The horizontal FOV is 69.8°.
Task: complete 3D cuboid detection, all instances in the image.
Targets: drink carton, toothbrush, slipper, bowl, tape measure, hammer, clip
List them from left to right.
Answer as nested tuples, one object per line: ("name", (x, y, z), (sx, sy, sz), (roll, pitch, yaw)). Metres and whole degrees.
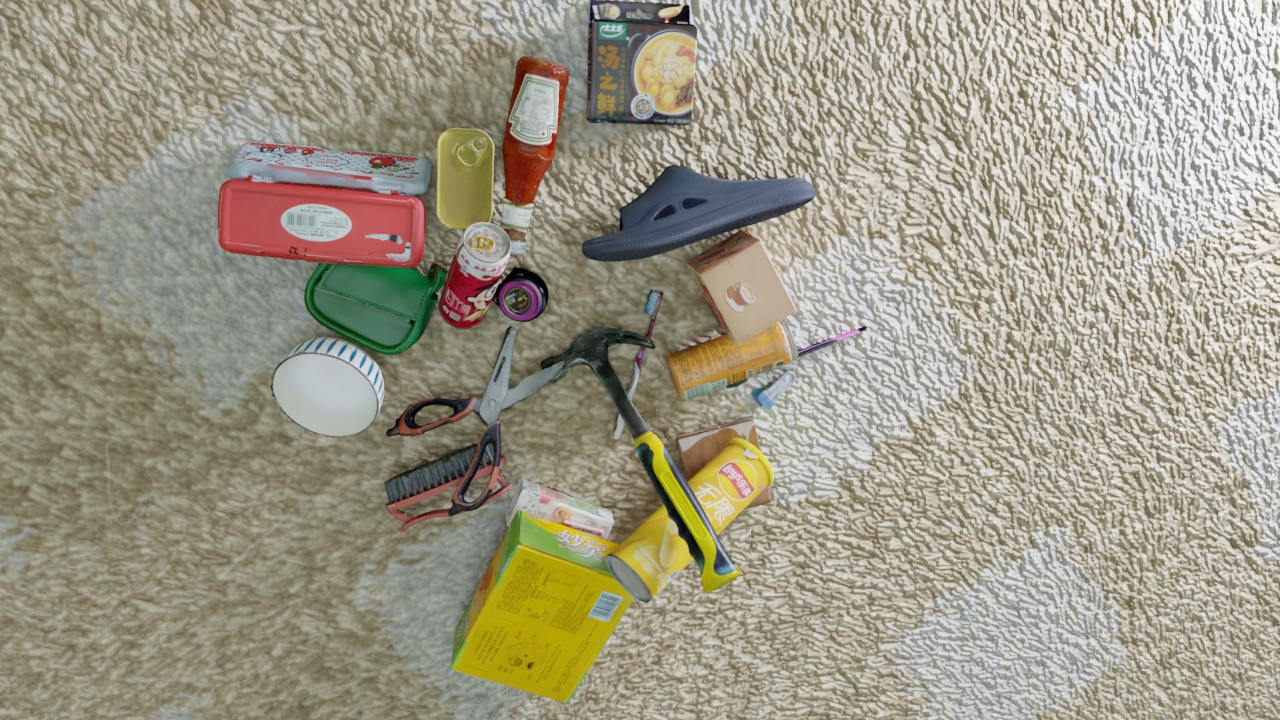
("bowl", (-0.336, 0.020, 1.008), (0.116, 0.066, 0.117), (3, 126, 3))
("tape measure", (-0.133, -0.073, 1.034), (0.058, 0.039, 0.057), (40, 106, -9))
("drink carton", (-0.097, 0.191, 1.105), (0.122, 0.045, 0.053), (22, 101, -13))
("toothbrush", (-0.006, 0.006, 1.085), (0.017, 0.016, 0.188), (16, 102, -4))
("hammer", (0.015, 0.101, 1.013), (0.126, 0.032, 0.323), (-31, 70, 0))
("slipper", (0.058, -0.173, 1.010), (0.268, 0.111, 0.083), (-17, 90, -8))
("clip", (0.165, 0.034, 1.113), (0.058, 0.043, 0.027), (-38, 103, -5))
("toothbrush", (0.188, -0.005, 1.110), (0.189, 0.014, 0.018), (-20, 116, -3))

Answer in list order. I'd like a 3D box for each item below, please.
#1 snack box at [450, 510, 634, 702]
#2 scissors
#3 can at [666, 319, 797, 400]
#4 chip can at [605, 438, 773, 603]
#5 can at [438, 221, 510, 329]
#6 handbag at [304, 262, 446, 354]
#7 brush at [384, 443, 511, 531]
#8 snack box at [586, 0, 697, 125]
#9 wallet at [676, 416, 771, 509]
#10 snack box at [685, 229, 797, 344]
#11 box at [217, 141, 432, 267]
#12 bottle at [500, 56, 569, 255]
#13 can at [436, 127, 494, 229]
("snack box", (-0.115, 0.296, 1.092), (0.157, 0.070, 0.210), (22, 115, -15))
("scissors", (-0.180, 0.067, 1.037), (0.225, 0.015, 0.189), (-20, 74, 3))
("can", (0.106, -0.003, 1.075), (0.146, 0.058, 0.058), (-19, 106, -3))
("chip can", (0.059, 0.180, 1.048), (0.212, 0.072, 0.072), (-40, 108, -25))
("can", (-0.177, -0.088, 0.973), (0.053, 0.053, 0.133), (11, 148, -18))
("handbag", (-0.289, -0.075, 1.003), (0.131, 0.068, 0.120), (29, 90, -12))
("brush", (-0.226, 0.148, 1.067), (0.146, 0.063, 0.069), (-21, 92, -1))
("snack box", (0.000, -0.319, 0.986), (0.113, 0.053, 0.126), (-1, 110, -8))
("wallet", (0.103, 0.135, 1.133), (0.101, 0.020, 0.115), (-15, 103, -5))
("snack box", (0.112, -0.084, 1.036), (0.077, 0.094, 0.093), (-30, 107, 1))
("box", (-0.320, -0.169, 0.941), (0.201, 0.074, 0.154), (4, 67, -10))
("bottle", (-0.122, -0.217, 0.988), (0.059, 0.059, 0.206), (10, 103, -10))
("can", (-0.184, -0.194, 0.972), (0.057, 0.083, 0.102), (1, 104, -9))
